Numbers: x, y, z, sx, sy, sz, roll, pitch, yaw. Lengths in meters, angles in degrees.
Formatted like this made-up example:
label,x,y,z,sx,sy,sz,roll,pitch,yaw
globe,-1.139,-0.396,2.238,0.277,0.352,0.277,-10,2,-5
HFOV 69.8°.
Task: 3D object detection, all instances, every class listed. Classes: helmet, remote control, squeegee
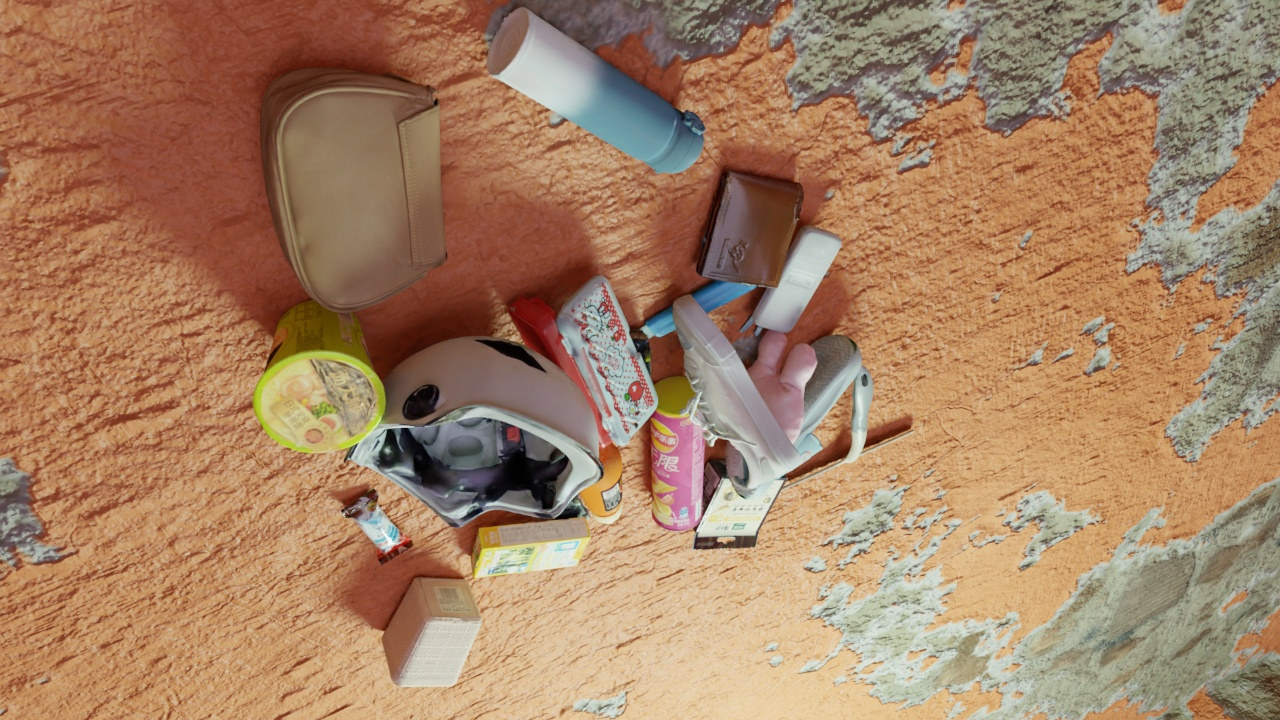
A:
label,x,y,z,sx,sy,sz,roll,pitch,yaw
helmet,-0.158,0.058,0.938,0.259,0.145,0.229,-18,141,29
remote control,0.182,-0.094,1.074,0.055,0.020,0.136,13,120,-24
squeegee,0.294,0.091,1.249,0.246,0.039,0.247,-21,145,-11

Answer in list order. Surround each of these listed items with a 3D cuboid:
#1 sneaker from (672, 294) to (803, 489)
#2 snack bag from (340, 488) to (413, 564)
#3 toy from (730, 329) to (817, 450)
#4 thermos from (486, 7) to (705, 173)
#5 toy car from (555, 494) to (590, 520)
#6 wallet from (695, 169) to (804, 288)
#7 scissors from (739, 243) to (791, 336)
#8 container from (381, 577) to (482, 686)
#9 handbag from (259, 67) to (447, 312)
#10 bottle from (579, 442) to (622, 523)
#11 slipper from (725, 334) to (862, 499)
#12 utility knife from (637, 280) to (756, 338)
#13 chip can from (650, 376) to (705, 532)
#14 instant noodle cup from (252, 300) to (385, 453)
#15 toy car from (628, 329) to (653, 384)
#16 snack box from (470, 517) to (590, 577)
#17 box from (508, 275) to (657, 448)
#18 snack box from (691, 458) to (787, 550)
label,x,y,z,sx,sy,sz,roll,pitch,yaw
sneaker,0.087,0.041,1.045,0.091,0.089,0.242,-32,102,3
snack bag,-0.307,0.195,1.074,0.048,0.026,0.104,-33,134,-17
toy,0.158,0.043,1.129,0.054,0.121,0.160,11,110,-47
thermos,-0.033,-0.241,0.845,0.220,0.070,0.070,21,114,-37
toy car,-0.094,0.184,1.166,0.043,0.034,0.091,-21,146,1
wallet,0.121,-0.144,1.012,0.101,0.032,0.125,4,113,-24
scissors,0.155,-0.084,1.097,0.083,0.017,0.138,25,115,-39
container,-0.264,0.343,1.171,0.090,0.090,0.111,13,116,-34
handbag,-0.245,-0.151,0.791,0.147,0.100,0.205,-15,131,-26
bottle,-0.050,0.160,1.155,0.066,0.066,0.150,-21,139,-11
slipper,0.201,0.075,1.185,0.074,0.104,0.245,33,99,-35
utility knife,0.066,-0.066,1.063,0.159,0.018,0.034,-29,121,-2
chip can,0.047,0.123,1.165,0.071,0.071,0.211,-14,131,-16
instant noodle cup,-0.300,0.006,0.860,0.111,0.123,0.112,-9,125,-14
toy car,-0.006,0.006,1.066,0.042,0.035,0.091,2,128,6
snack box,-0.140,0.238,1.165,0.140,0.033,0.087,-4,145,-21
box,-0.052,-0.001,1.011,0.101,0.095,0.201,-38,131,-17
snack box,0.129,0.200,1.278,0.113,0.053,0.126,5,123,-30
